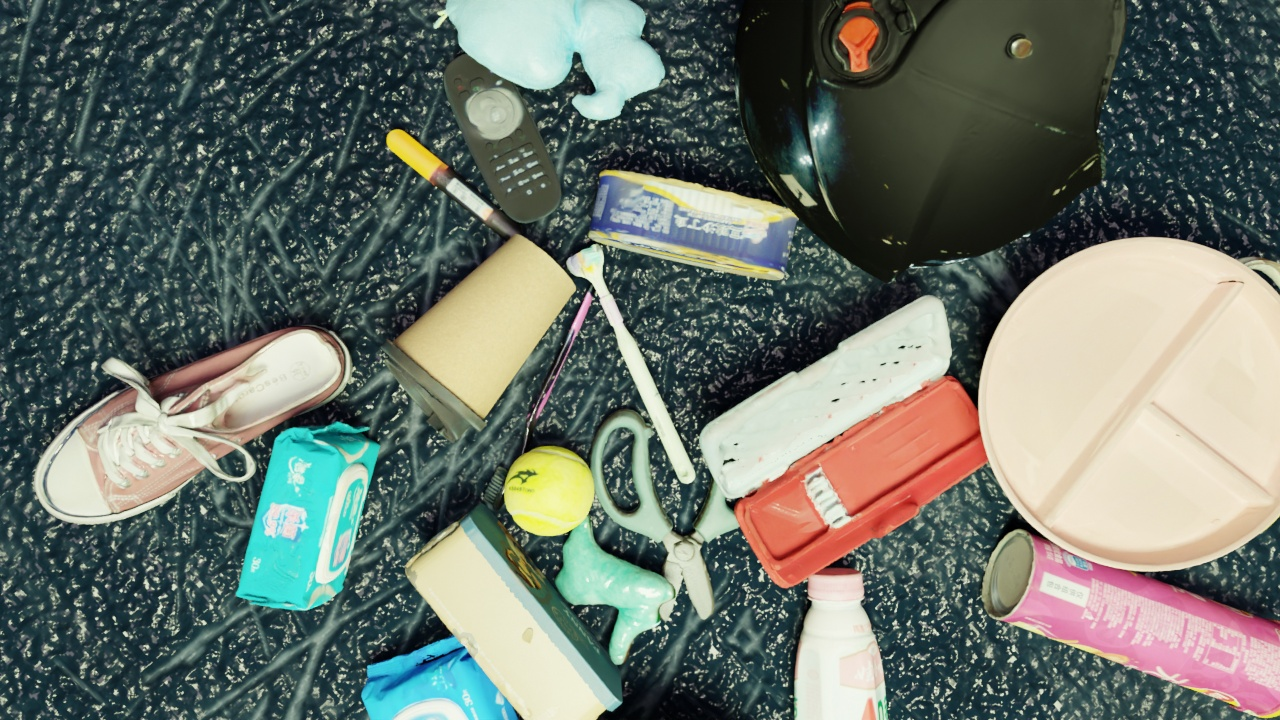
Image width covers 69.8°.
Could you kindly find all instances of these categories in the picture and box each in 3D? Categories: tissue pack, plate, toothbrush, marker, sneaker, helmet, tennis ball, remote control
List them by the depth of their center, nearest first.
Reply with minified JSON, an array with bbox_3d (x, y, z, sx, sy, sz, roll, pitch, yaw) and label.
[{"bbox_3d":[0.172,-0.187,0.593,0.274,0.232,0.231,41,118,-3],"label":"helmet"},{"bbox_3d":[0.348,0.030,0.639,0.229,0.028,0.229,0,90,3],"label":"plate"},{"bbox_3d":[-0.323,0.043,0.647,0.241,0.088,0.118,-26,90,-3],"label":"sneaker"},{"bbox_3d":[-0.229,0.106,0.647,0.050,0.093,0.133,14,89,3],"label":"tissue pack"},{"bbox_3d":[-0.132,0.279,0.660,0.095,0.052,0.157,-24,90,13],"label":"tissue pack"},{"bbox_3d":[-0.066,0.094,0.665,0.065,0.065,0.065,0,89,-2],"label":"tennis ball"},{"bbox_3d":[-0.004,0.004,0.678,0.029,0.020,0.189,-26,87,16],"label":"toothbrush"},{"bbox_3d":[-0.103,-0.166,0.687,0.053,0.024,0.136,-25,88,-2],"label":"remote control"},{"bbox_3d":[-0.139,-0.130,0.692,0.124,0.015,0.018,39,90,-3],"label":"marker"},{"bbox_3d":[-0.074,0.024,0.693,0.018,0.014,0.189,23,87,19],"label":"toothbrush"}]

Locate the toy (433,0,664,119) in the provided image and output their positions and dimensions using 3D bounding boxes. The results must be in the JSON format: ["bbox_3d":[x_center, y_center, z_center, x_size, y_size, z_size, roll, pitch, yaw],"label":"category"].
[{"bbox_3d":[-0.070,-0.244,0.675,0.156,0.050,0.161,-13,78,-16],"label":"toy"}]

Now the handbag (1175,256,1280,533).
[{"bbox_3d":[0.427,0.017,0.678,0.163,0.063,0.179,40,94,1],"label":"handbag"}]

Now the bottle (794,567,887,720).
[{"bbox_3d":[0.146,0.254,0.671,0.068,0.068,0.197,-2,87,-2],"label":"bottle"}]

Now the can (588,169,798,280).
[{"bbox_3d":[0.038,-0.097,0.667,0.148,0.074,0.049,12,92,-2],"label":"can"}]

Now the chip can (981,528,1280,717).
[{"bbox_3d":[0.366,0.191,0.675,0.210,0.071,0.071,20,89,-1],"label":"chip can"}]

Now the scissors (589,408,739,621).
[{"bbox_3d":[0.047,0.108,0.692,0.172,0.019,0.176,-21,89,-2],"label":"scissors"}]

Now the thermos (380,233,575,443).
[{"bbox_3d":[-0.115,-0.018,0.659,0.093,0.093,0.143,41,80,-1],"label":"thermos"}]

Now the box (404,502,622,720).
[{"bbox_3d":[-0.084,0.191,0.654,0.063,0.090,0.184,-41,93,-2],"label":"box"}]

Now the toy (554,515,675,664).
[{"bbox_3d":[-0.021,0.172,0.678,0.092,0.030,0.096,19,95,14],"label":"toy"}]

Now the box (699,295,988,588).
[{"bbox_3d":[0.151,0.057,0.666,0.201,0.063,0.160,-30,109,-7],"label":"box"}]
